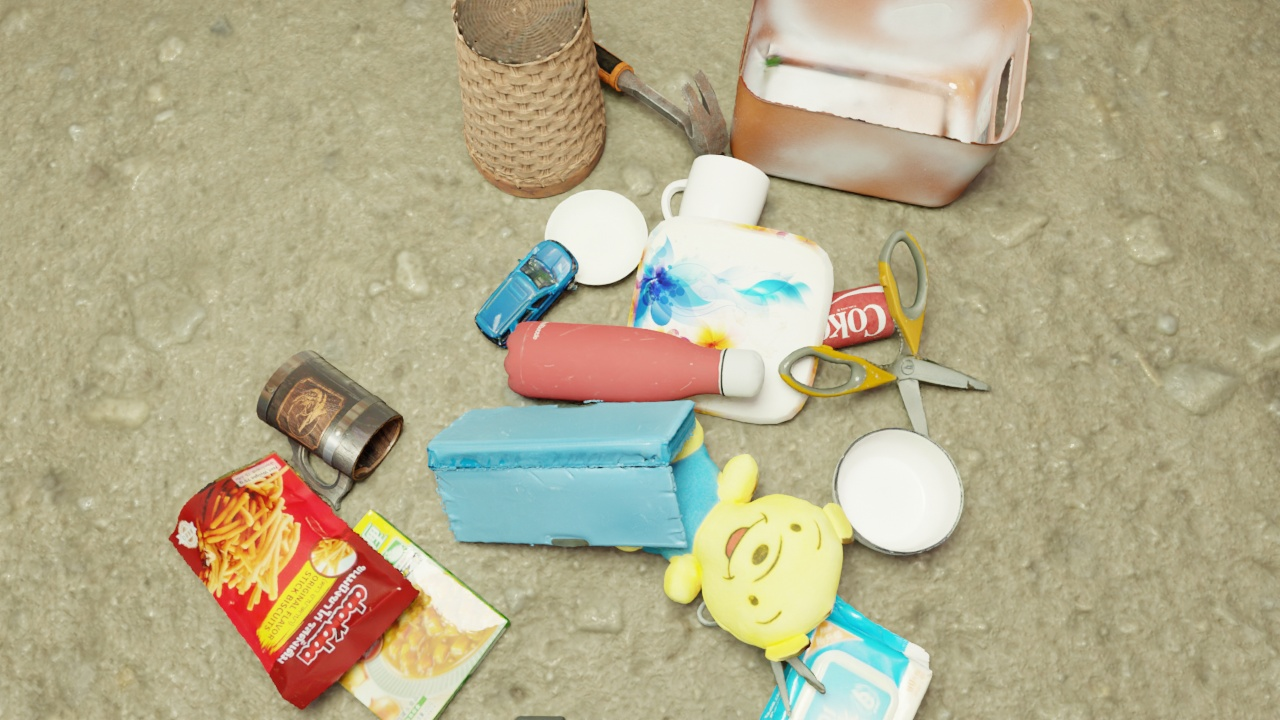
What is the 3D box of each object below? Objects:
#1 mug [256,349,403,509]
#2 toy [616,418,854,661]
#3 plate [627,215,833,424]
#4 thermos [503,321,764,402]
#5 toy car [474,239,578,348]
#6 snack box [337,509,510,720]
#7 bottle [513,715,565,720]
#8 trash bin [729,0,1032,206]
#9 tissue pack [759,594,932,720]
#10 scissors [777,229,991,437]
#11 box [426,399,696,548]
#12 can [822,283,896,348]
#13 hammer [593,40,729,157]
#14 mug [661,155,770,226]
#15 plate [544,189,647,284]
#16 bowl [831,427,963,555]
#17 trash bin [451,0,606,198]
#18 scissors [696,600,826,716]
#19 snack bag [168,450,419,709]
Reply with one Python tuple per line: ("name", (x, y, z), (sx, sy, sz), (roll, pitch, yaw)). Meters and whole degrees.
("mug", (-0.297, 0.067, 0.862), (0.107, 0.080, 0.116), (33, 104, 8))
("toy", (0.083, 0.156, 0.808), (0.214, 0.084, 0.149), (29, 82, 27))
("plate", (0.081, -0.037, 0.874), (0.187, 0.016, 0.187), (12, 99, 7))
("thermos", (-0.005, 0.005, 0.847), (0.240, 0.073, 0.073), (3, 73, 17))
("toy car", (-0.112, -0.065, 0.898), (0.056, 0.043, 0.120), (45, 96, 12))
("snack box", (-0.223, 0.238, 0.830), (0.168, 0.027, 0.131), (36, 77, 10))
("bottle", (-0.088, 0.333, 0.726), (0.046, 0.174, 0.083), (0, 73, 0))
("trash bin", (0.225, -0.275, 0.916), (0.260, 0.157, 0.181), (12, 74, 2))
("tissue pack", (0.165, 0.315, 0.792), (0.117, 0.066, 0.209), (27, 73, 7))
("scissors", (0.240, -0.015, 0.868), (0.225, 0.016, 0.229), (8, 91, -15))
("box", (-0.064, 0.104, 0.825), (0.232, 0.094, 0.112), (-3, 110, 20))
("can", (0.198, -0.041, 0.900), (0.096, 0.054, 0.054), (-12, 74, -4))
("hammer", (-0.036, -0.313, 0.954), (0.314, 0.138, 0.035), (40, 79, 19))
("mug", (0.065, -0.150, 0.927), (0.114, 0.081, 0.087), (12, 79, 36))
("plate", (-0.044, -0.122, 0.937), (0.104, 0.026, 0.104), (0, 73, 1))
("bowl", (0.230, 0.124, 0.845), (0.116, 0.066, 0.116), (0, 74, 0))
("trash bin", (-0.111, -0.270, 0.885), (0.151, 0.210, 0.151), (0, 73, 0))
("scissors", (0.117, 0.226, 0.809), (0.142, 0.014, 0.146), (13, 63, 38))
("snack bag", (-0.311, 0.188, 0.818), (0.208, 0.067, 0.138), (42, 74, 15))
